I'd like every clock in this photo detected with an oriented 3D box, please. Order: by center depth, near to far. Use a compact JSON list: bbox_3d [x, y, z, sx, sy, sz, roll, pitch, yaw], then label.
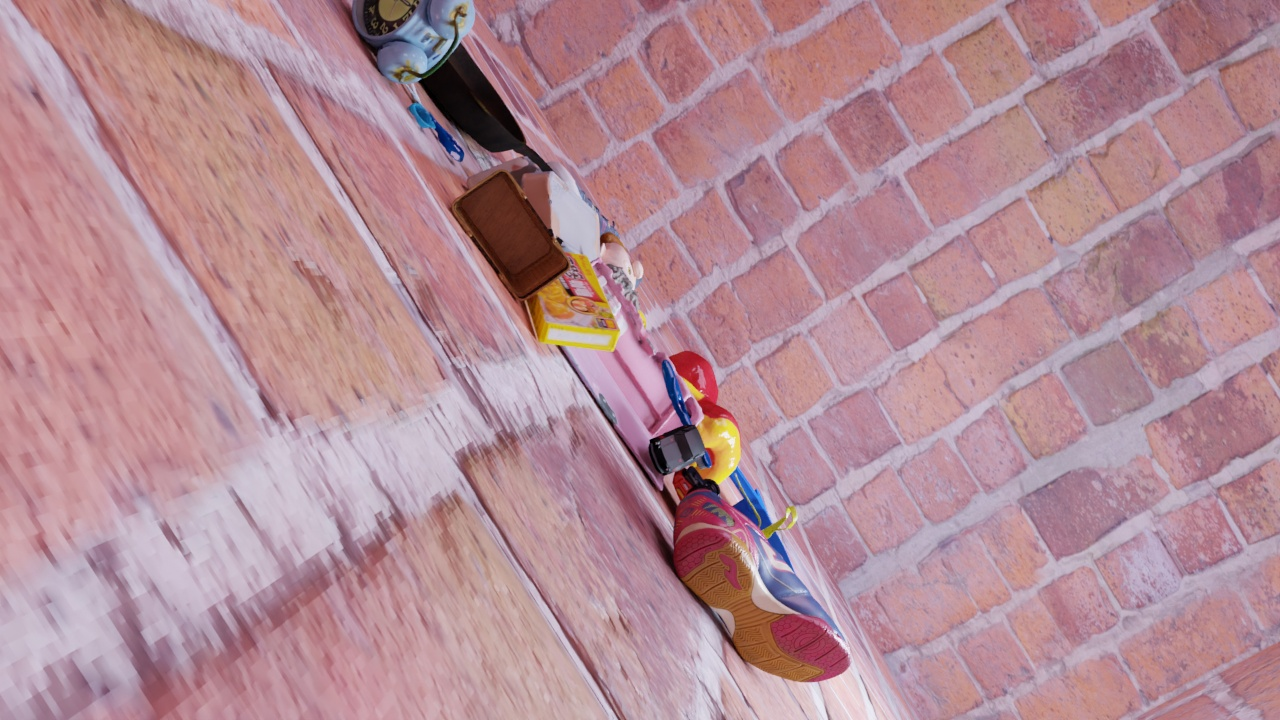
[{"bbox_3d":[-0.219,-0.335,0.899,0.162,0.118,0.060,54,15,29],"label":"clock"}]

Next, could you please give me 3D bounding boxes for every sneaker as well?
[{"bbox_3d":[0.121,0.211,0.872,0.242,0.116,0.091,49,19,-23],"label":"sneaker"},{"bbox_3d":[-0.076,-0.194,1.377,0.088,0.079,0.235,-17,-78,60],"label":"sneaker"}]

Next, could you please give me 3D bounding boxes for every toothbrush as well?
[{"bbox_3d":[0.049,0.061,1.032,0.021,0.016,0.132,-10,75,-56],"label":"toothbrush"}]

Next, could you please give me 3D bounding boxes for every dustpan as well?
[{"bbox_3d":[0.171,0.249,1.384,0.257,0.059,0.245,55,7,-18],"label":"dustpan"}]

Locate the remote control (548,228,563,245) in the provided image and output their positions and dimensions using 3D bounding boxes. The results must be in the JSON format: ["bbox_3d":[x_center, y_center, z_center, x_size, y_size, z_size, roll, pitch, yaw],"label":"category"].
[{"bbox_3d":[-0.110,-0.157,1.175,0.125,0.010,0.039,51,32,-24],"label":"remote control"}]

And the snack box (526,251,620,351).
[{"bbox_3d":[-0.075,-0.064,0.908,0.075,0.025,0.152,7,32,-22],"label":"snack box"}]

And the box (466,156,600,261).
[{"bbox_3d":[-0.102,-0.153,1.032,0.107,0.094,0.216,60,7,9],"label":"box"}]

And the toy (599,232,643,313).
[{"bbox_3d":[-0.033,-0.106,1.215,0.133,0.076,0.175,76,11,-46],"label":"toy"}]

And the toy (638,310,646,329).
[{"bbox_3d":[-0.033,-0.069,1.316,0.094,0.041,0.095,27,-9,31],"label":"toy"}]

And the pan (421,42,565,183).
[{"bbox_3d":[-0.198,-0.316,1.197,0.356,0.043,0.248,48,11,-38],"label":"pan"}]

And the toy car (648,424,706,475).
[{"bbox_3d":[0.042,0.093,0.976,0.091,0.036,0.042,-15,82,-59],"label":"toy car"}]

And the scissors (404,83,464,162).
[{"bbox_3d":[-0.224,-0.258,0.966,0.110,0.015,0.132,46,8,-46],"label":"scissors"}]

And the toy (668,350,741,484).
[{"bbox_3d":[0.072,0.072,1.260,0.216,0.098,0.148,-112,-167,-55],"label":"toy"}]

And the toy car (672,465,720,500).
[{"bbox_3d":[0.093,0.198,0.997,0.189,0.056,0.081,58,5,5],"label":"toy car"}]

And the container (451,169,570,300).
[{"bbox_3d":[-0.123,-0.121,0.862,0.114,0.063,0.061,55,-1,-22],"label":"container"}]

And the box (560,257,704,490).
[{"bbox_3d":[-0.028,0.016,1.012,0.233,0.059,0.179,58,30,-12],"label":"box"}]
